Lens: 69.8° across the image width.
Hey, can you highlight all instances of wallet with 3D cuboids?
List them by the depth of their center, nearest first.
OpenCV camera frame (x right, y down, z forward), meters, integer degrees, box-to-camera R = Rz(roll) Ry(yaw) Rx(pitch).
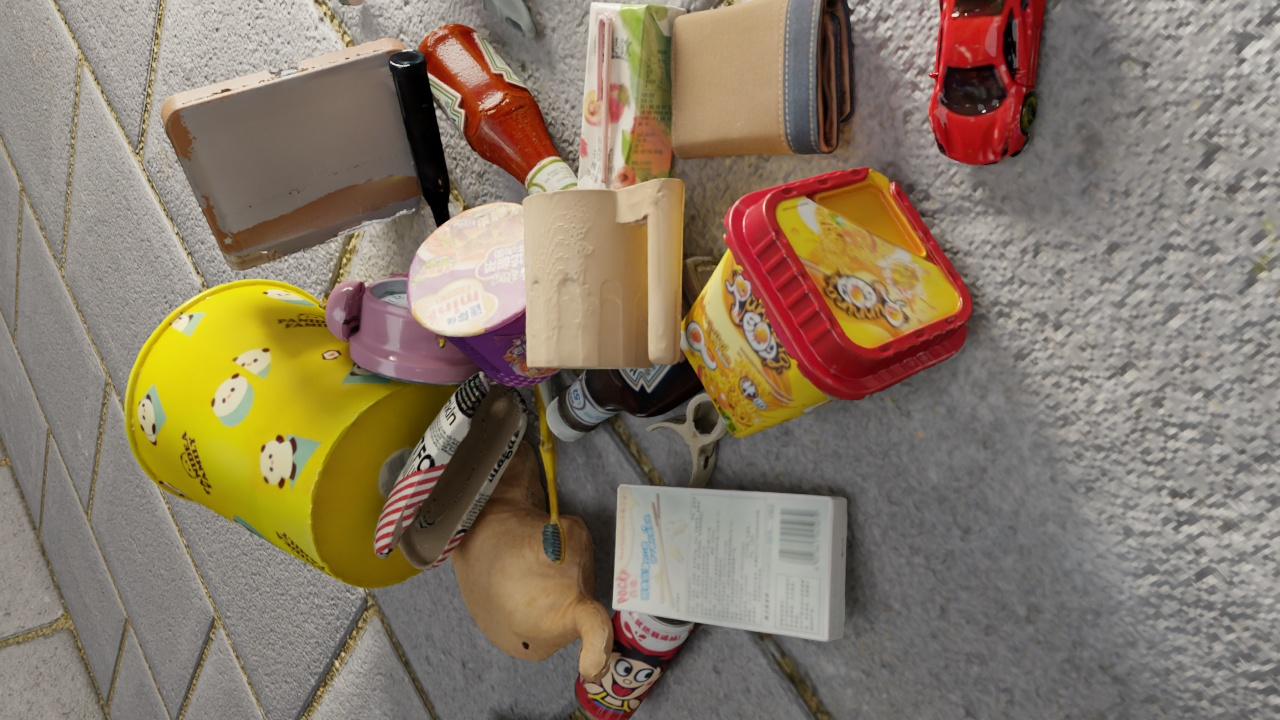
[{"bbox_3d":[0.065,-0.162,0.528,0.115,0.033,0.090,8,104,45],"label":"wallet"}]

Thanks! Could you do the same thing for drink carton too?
[{"bbox_3d":[-0.008,-0.165,0.590,0.053,0.045,0.123,24,117,40],"label":"drink carton"}]

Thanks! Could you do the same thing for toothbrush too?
[{"bbox_3d":[-0.073,0.059,0.698,0.016,0.018,0.191,-17,67,23],"label":"toothbrush"},{"bbox_3d":[-0.163,-0.142,0.722,0.027,0.026,0.213,50,155,35],"label":"toothbrush"}]

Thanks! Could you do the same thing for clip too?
[{"bbox_3d":[0.043,0.042,0.608,0.061,0.034,0.097,58,142,16],"label":"clip"}]

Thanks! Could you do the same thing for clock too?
[{"bbox_3d":[-0.191,-0.033,0.757,0.159,0.117,0.060,18,110,26],"label":"clock"}]

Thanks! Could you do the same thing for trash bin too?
[{"bbox_3d":[-0.288,0.068,0.823,0.255,0.229,0.230,21,115,35],"label":"trash bin"}]

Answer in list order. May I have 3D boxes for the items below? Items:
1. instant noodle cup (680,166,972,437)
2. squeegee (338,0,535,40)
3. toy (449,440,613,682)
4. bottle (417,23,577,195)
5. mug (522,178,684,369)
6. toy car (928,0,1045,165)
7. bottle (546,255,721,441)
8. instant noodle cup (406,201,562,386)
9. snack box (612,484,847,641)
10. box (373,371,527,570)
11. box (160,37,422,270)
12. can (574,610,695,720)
[{"bbox_3d":[0.088,-0.023,0.493,0.116,0.115,0.124,61,146,14],"label":"instant noodle cup"},{"bbox_3d":[-0.166,-0.314,0.693,0.249,0.040,0.248,36,161,14],"label":"squeegee"},{"bbox_3d":[-0.087,0.170,0.724,0.226,0.082,0.144,49,128,34],"label":"toy"},{"bbox_3d":[-0.093,-0.163,0.667,0.206,0.059,0.060,52,132,22],"label":"bottle"},{"bbox_3d":[-0.018,-0.047,0.551,0.125,0.084,0.103,-1,88,51],"label":"mug"},{"bbox_3d":[0.163,-0.146,0.434,0.049,0.031,0.106,17,115,43],"label":"toy car"},{"bbox_3d":[-0.004,0.004,0.635,0.195,0.044,0.080,-38,69,45],"label":"bottle"},{"bbox_3d":[-0.095,-0.040,0.659,0.111,0.111,0.099,35,166,34],"label":"instant noodle cup"},{"bbox_3d":[0.053,0.125,0.585,0.157,0.026,0.084,-2,81,35],"label":"snack box"},{"bbox_3d":[-0.142,0.088,0.716,0.163,0.081,0.075,-60,24,6],"label":"box"},{"bbox_3d":[-0.271,-0.181,0.716,0.156,0.182,0.193,58,156,17],"label":"box"},{"bbox_3d":[-0.004,0.215,0.684,0.053,0.053,0.133,47,130,27],"label":"can"}]
